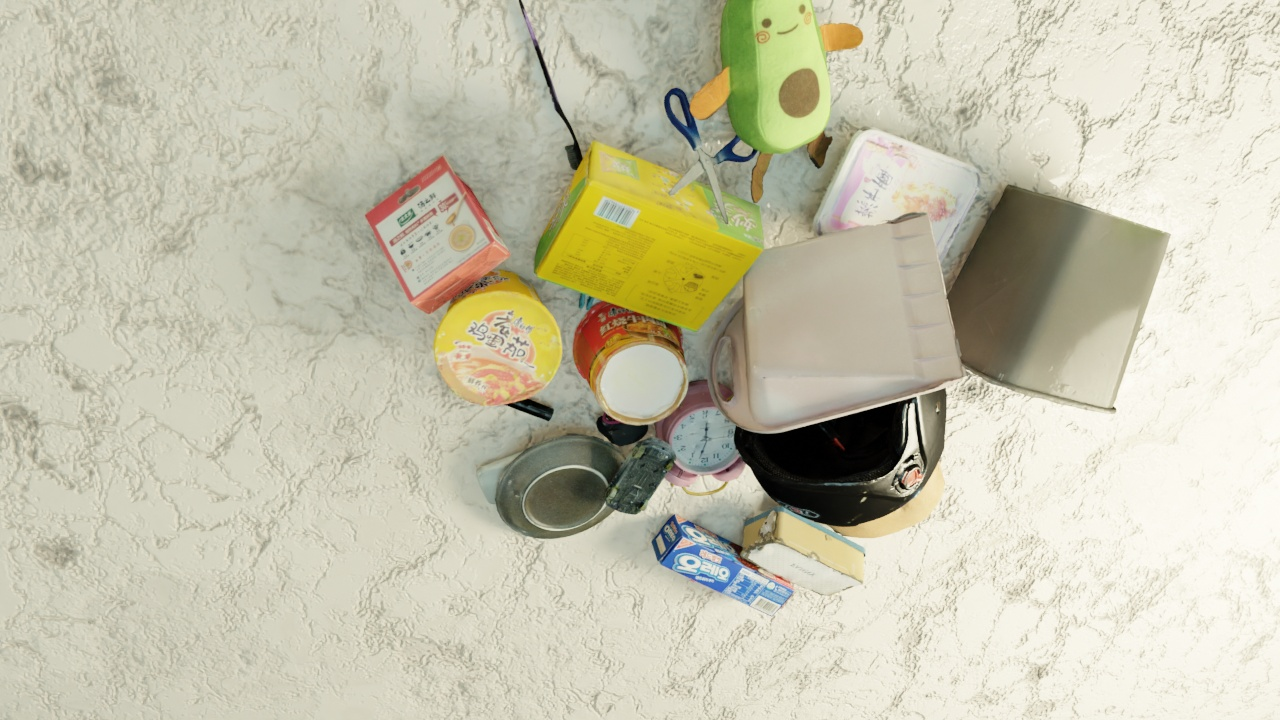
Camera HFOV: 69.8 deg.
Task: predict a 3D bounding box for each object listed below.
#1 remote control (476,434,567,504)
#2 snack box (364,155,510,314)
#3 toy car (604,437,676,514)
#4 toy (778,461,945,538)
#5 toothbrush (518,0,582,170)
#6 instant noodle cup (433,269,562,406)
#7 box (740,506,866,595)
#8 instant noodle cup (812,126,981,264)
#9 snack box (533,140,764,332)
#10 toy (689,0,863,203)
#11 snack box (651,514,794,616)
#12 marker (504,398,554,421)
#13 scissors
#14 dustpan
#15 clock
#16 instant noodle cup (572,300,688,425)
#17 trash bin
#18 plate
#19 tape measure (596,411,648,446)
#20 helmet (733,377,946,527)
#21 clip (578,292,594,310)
[{"bbox_3d":[-0.140,0.139,1.175,0.136,0.020,0.056,-21,120,-2],"label":"remote control"},{"bbox_3d":[-0.219,-0.135,0.989,0.113,0.127,0.044,-35,159,8],"label":"snack box"},{"bbox_3d":[-0.002,0.144,1.153,0.054,0.036,0.121,23,121,-16],"label":"toy car"},{"bbox_3d":[0.307,0.192,1.259,0.226,0.082,0.143,-25,118,7],"label":"toy"},{"bbox_3d":[-0.096,-0.289,0.977,0.017,0.014,0.189,-15,118,11],"label":"toothbrush"},{"bbox_3d":[-0.163,-0.034,1.035,0.138,0.109,0.138,-5,117,-9],"label":"instant noodle cup"},{"bbox_3d":[0.231,0.269,1.272,0.184,0.059,0.090,28,140,-25],"label":"box"},{"bbox_3d":[0.291,-0.189,1.073,0.173,0.060,0.138,16,112,-16],"label":"instant noodle cup"},{"bbox_3d":[0.008,-0.130,1.011,0.210,0.069,0.158,17,138,-19],"label":"snack box"},{"bbox_3d":[0.145,-0.297,0.963,0.226,0.090,0.247,-31,122,-22],"label":"toy"},{"bbox_3d":[0.116,0.286,1.276,0.207,0.058,0.057,29,108,-23],"label":"snack box"},{"bbox_3d":[-0.168,0.044,1.123,0.132,0.022,0.020,23,67,-20],"label":"marker"},{"bbox_3d":[0.072,-0.223,0.986,0.162,0.175,0.012,57,141,4],"label":"scissors"},{"bbox_3d":[0.204,-0.030,1.024,0.274,0.222,0.139,-3,147,10],"label":"dustpan"},{"bbox_3d":[0.081,0.106,1.179,0.117,0.059,0.159,-6,118,-7],"label":"clock"},{"bbox_3d":[-0.006,0.006,1.086,0.138,0.108,0.138,-4,117,-9],"label":"instant noodle cup"},{"bbox_3d":[0.490,-0.078,1.100,0.198,0.199,0.220,13,106,-18],"label":"trash bin"},{"bbox_3d":[-0.097,0.171,1.179,0.179,0.024,0.180,-9,129,-12],"label":"plate"},{"bbox_3d":[-0.021,0.077,1.147,0.057,0.057,0.039,-27,121,-18],"label":"tape measure"},{"bbox_3d":[0.240,0.086,1.093,0.274,0.234,0.230,-46,133,-29],"label":"helmet"},{"bbox_3d":[-0.061,-0.085,1.084,0.038,0.013,0.056,13,111,-16],"label":"clip"}]
